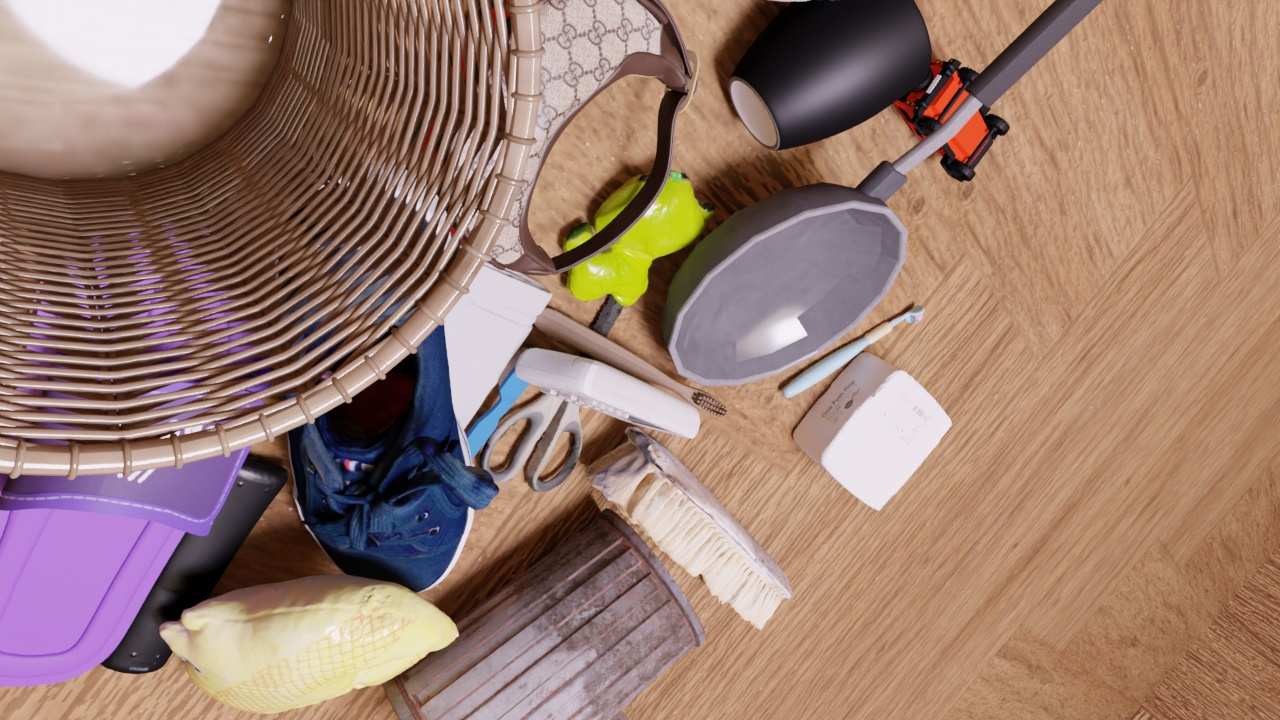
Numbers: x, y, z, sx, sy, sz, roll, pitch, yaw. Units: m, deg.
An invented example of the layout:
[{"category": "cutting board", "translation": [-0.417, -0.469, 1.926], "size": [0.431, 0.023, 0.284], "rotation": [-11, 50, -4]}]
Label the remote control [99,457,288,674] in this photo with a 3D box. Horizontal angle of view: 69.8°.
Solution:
[{"category": "remote control", "translation": [-0.253, 0.118, 0.518], "size": [0.041, 0.020, 0.152], "rotation": [26, 103, -47]}]

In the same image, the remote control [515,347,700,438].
[{"category": "remote control", "translation": [-0.017, 0.023, 0.591], "size": [0.138, 0.060, 0.025], "rotation": [27, 78, -52]}]

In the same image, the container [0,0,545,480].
[{"category": "container", "translation": [-0.177, -0.111, 0.292], "size": [0.226, 0.196, 0.227], "rotation": [-20, 129, -27]}]

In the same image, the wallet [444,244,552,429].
[{"category": "wallet", "translation": [-0.108, -0.007, 0.538], "size": [0.086, 0.032, 0.116], "rotation": [18, 107, -45]}]

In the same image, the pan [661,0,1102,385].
[{"category": "pan", "translation": [0.149, -0.110, 0.583], "size": [0.178, 0.041, 0.358], "rotation": [11, 132, -46]}]

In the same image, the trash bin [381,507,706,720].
[{"category": "trash bin", "translation": [-0.073, 0.217, 0.651], "size": [0.210, 0.131, 0.131], "rotation": [-35, 135, -16]}]

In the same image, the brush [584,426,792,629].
[{"category": "brush", "translation": [0.048, 0.137, 0.722], "size": [0.056, 0.083, 0.271], "rotation": [-44, 137, -3]}]

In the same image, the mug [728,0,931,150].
[{"category": "mug", "translation": [0.109, -0.171, 0.568], "size": [0.100, 0.085, 0.119], "rotation": [-35, 164, -5]}]

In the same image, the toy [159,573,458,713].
[{"category": "toy", "translation": [-0.198, 0.169, 0.538], "size": [0.171, 0.064, 0.154], "rotation": [-32, 141, 33]}]

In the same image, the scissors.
[{"category": "scissors", "translation": [-0.042, 0.021, 0.624], "size": [0.169, 0.012, 0.132], "rotation": [-41, 136, -14]}]

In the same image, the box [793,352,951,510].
[{"category": "box", "translation": [0.221, 0.077, 0.821], "size": [0.110, 0.083, 0.190], "rotation": [-48, 138, 2]}]

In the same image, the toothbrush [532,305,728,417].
[{"category": "toothbrush", "translation": [-0.004, 0.004, 0.611], "size": [0.166, 0.016, 0.016], "rotation": [28, 92, -31]}]

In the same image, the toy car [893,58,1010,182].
[{"category": "toy car", "translation": [0.224, -0.176, 0.665], "size": [0.100, 0.049, 0.051], "rotation": [31, 97, -46]}]

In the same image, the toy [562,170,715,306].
[{"category": "toy", "translation": [-0.002, -0.077, 0.570], "size": [0.094, 0.036, 0.094], "rotation": [1, 123, -31]}]

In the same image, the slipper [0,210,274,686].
[{"category": "slipper", "translation": [-0.249, 0.063, 0.437], "size": [0.107, 0.084, 0.267], "rotation": [18, 107, -44]}]

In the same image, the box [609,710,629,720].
[{"category": "box", "translation": [-0.103, 0.309, 0.739], "size": [0.209, 0.064, 0.033], "rotation": [1, 109, -39]}]

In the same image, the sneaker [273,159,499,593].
[{"category": "sneaker", "translation": [-0.130, 0.057, 0.460], "size": [0.120, 0.127, 0.295], "rotation": [2, 135, -7]}]

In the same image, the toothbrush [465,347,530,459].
[{"category": "toothbrush", "translation": [-0.116, 0.059, 0.593], "size": [0.016, 0.014, 0.167], "rotation": [28, 104, -46]}]

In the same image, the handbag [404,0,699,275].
[{"category": "handbag", "translation": [-0.039, -0.124, 0.487], "size": [0.138, 0.063, 0.166], "rotation": [33, 91, -46]}]

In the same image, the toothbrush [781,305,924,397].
[{"category": "toothbrush", "translation": [0.180, -0.008, 0.773], "size": [0.154, 0.016, 0.022], "rotation": [-29, 171, -20]}]
